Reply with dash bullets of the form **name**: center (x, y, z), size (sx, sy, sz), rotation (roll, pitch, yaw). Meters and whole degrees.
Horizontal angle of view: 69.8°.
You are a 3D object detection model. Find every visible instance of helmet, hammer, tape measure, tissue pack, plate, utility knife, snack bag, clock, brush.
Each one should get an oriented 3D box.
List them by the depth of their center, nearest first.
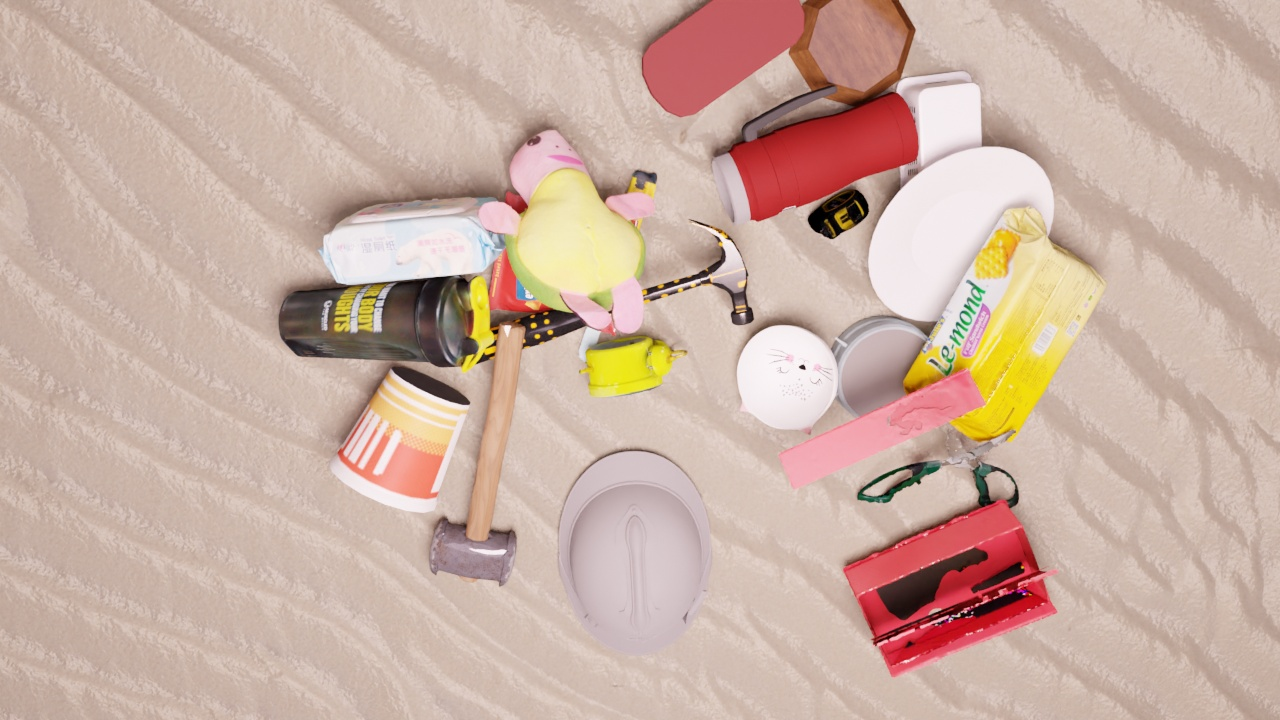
- **tissue pack**: center (-0.219, -0.126, 0.936), size (0.182, 0.112, 0.070), rotation (-5, 109, 8)
- **brush**: center (0.083, -0.324, 0.944), size (0.173, 0.041, 0.082), rotation (-34, 103, 6)
- **plate**: center (0.223, -0.333, 0.956), size (0.131, 0.025, 0.131), rotation (-1, 104, -2)
- **hammer**: center (-0.044, -0.056, 0.971), size (0.321, 0.036, 0.123), rotation (-16, 111, 9)
- **tape measure**: center (0.214, -0.155, 0.982), size (0.061, 0.061, 0.034), rotation (-33, 106, 7)
- **plate**: center (0.342, -0.133, 0.986), size (0.208, 0.015, 0.209), rotation (-7, 127, -9)
- **snack bag**: center (0.396, -0.024, 0.987), size (0.159, 0.068, 0.247), rotation (24, 99, -35)
- **snack bag**: center (-0.085, -0.104, 0.995), size (0.144, 0.039, 0.131), rotation (12, 104, 0)
- **clock**: center (-0.006, 0.006, 1.005), size (0.119, 0.083, 0.057), rotation (-10, 99, 2)
- **utility knife**: center (-0.028, -0.100, 1.013), size (0.030, 0.019, 0.225), rotation (19, 106, 1)
- **hammer**: center (-0.165, 0.110, 1.015), size (0.098, 0.052, 0.329), rotation (12, 113, -6)
- **clock**: center (0.289, 0.015, 1.038), size (0.159, 0.045, 0.123), rotation (6, 105, -3)
- **helmet**: center (-0.004, 0.248, 1.048), size (0.183, 0.117, 0.271), rotation (-3, 106, -2)

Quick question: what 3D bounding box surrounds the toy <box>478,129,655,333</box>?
- **toy**: center (-0.070, -0.127, 0.909), size (0.189, 0.088, 0.238), rotation (-14, 67, -26)

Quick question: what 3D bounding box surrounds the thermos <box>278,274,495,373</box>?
- **thermos**: center (-0.262, -0.038, 0.956), size (0.221, 0.098, 0.098), rotation (-1, 105, 16)

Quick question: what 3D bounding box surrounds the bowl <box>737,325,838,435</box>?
- **bowl**: center (0.169, 0.016, 1.017), size (0.115, 0.050, 0.115), rotation (5, 99, 31)

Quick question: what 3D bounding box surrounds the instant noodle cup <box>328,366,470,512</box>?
- **instant noodle cup**: center (-0.254, 0.081, 1.000), size (0.123, 0.123, 0.121), rotation (26, 94, -9)

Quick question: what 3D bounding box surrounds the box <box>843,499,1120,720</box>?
- **box**: center (0.430, 0.416, 1.068), size (0.214, 0.171, 0.478), rotation (-25, 78, 7)

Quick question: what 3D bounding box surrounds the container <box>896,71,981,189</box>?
- **container**: center (0.320, -0.237, 0.972), size (0.081, 0.049, 0.129), rotation (-7, 104, -1)

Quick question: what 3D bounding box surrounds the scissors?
- **scissors**: center (0.368, 0.138, 1.058), size (0.204, 0.015, 0.202), rotation (27, 136, -27)

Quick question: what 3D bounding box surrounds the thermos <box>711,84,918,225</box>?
- **thermos**: center (0.176, -0.220, 0.951), size (0.198, 0.084, 0.108), rotation (-20, 112, 1)
